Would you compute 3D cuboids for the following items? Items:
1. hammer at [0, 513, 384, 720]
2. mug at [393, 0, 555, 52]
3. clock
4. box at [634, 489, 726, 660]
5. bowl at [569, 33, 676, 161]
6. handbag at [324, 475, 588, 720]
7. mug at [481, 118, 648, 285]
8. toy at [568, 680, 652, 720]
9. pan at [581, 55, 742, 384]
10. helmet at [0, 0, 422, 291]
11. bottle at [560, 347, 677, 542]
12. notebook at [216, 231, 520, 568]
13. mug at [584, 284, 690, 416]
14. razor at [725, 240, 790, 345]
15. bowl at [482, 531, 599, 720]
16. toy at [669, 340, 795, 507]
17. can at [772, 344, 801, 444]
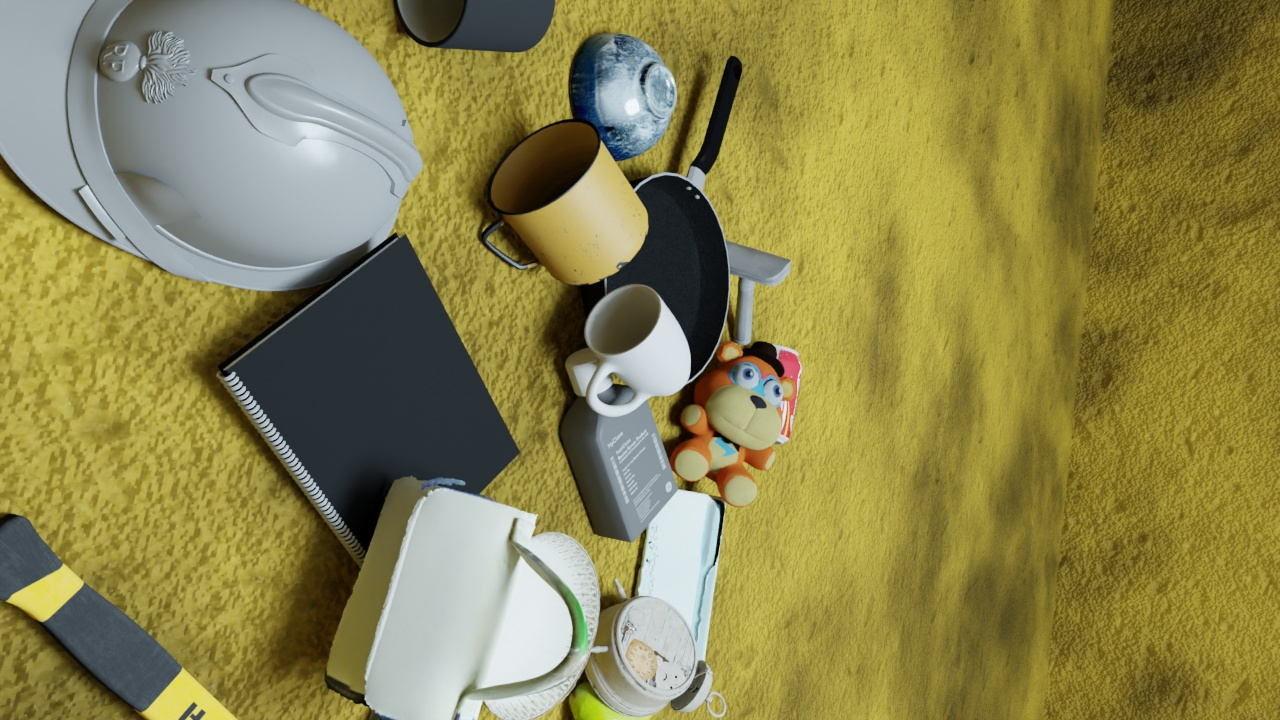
[{"bbox_3d":[-0.266,0.209,0.548,0.169,0.034,0.325,-54,131,-37],"label":"hammer"},{"bbox_3d":[-0.125,-0.279,0.660,0.087,0.078,0.113,-20,83,-50],"label":"mug"},{"bbox_3d":[0.021,0.278,0.845,0.157,0.061,0.103,38,41,-10],"label":"clock"},{"bbox_3d":[0.042,0.233,0.946,0.126,0.074,0.197,15,79,-34],"label":"box"},{"bbox_3d":[-0.005,-0.239,0.825,0.114,0.061,0.114,-5,97,-51],"label":"bowl"},{"bbox_3d":[-0.111,0.158,0.583,0.074,0.176,0.151,37,66,-52],"label":"handbag"},{"bbox_3d":[-0.064,-0.117,0.737,0.124,0.100,0.094,-35,134,3],"label":"mug"},{"bbox_3d":[-0.014,0.341,0.844,0.092,0.043,0.117,-17,70,-52],"label":"toy"},{"bbox_3d":[0.038,-0.145,0.901,0.204,0.044,0.355,35,65,-48],"label":"pan"},{"bbox_3d":[-0.205,-0.135,0.521,0.270,0.118,0.183,17,80,-56],"label":"helmet"},{"bbox_3d":[-0.026,0.071,0.834,0.083,0.046,0.174,-43,125,-42],"label":"bottle"},{"bbox_3d":[-0.173,0.040,0.632,0.148,0.016,0.207,-46,133,-31],"label":"notebook"},{"bbox_3d":[-0.005,0.004,0.777,0.107,0.071,0.089,-57,139,-15],"label":"mug"},{"bbox_3d":[0.114,-0.067,0.997,0.047,0.088,0.116,-45,146,-41],"label":"razor"},{"bbox_3d":[-0.101,0.206,0.732,0.145,0.063,0.145,-6,98,-51],"label":"bowl"},{"bbox_3d":[0.098,0.059,0.959,0.112,0.096,0.175,28,61,-14],"label":"toy"},{"bbox_3d":[0.145,0.039,1.040,0.064,0.064,0.104,26,72,-50],"label":"can"}]
